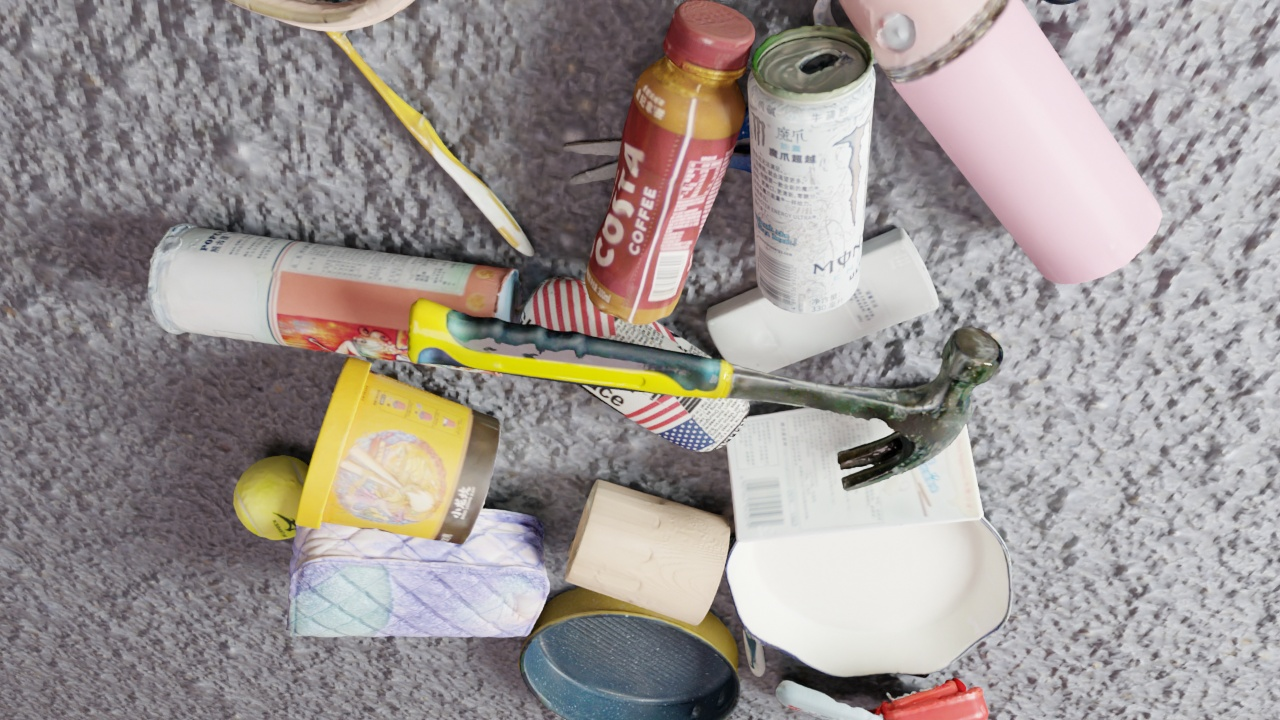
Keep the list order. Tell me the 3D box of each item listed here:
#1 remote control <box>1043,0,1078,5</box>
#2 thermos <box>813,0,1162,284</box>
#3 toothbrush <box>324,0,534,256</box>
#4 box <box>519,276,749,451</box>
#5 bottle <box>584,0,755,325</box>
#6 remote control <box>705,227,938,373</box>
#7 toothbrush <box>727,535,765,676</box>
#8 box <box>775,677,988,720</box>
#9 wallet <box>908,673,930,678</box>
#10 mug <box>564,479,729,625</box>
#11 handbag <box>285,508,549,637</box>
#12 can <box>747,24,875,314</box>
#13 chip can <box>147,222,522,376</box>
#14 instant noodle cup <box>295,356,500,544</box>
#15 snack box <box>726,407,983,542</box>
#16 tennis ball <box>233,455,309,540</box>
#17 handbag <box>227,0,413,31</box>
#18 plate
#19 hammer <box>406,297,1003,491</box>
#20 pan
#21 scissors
[{"bbox_3d":[0.158,-0.214,0.399,0.136,0.024,0.053,37,115,-20],"label":"remote control"},{"bbox_3d":[0.168,-0.123,0.453,0.198,0.067,0.087,40,153,-23],"label":"thermos"},{"bbox_3d":[-0.120,-0.131,0.523,0.018,0.016,0.191,-30,119,20],"label":"toothbrush"},{"bbox_3d":[-0.003,0.001,0.599,0.164,0.052,0.069,35,137,-10],"label":"box"},{"bbox_3d":[0.014,-0.098,0.485,0.057,0.057,0.175,16,134,-4],"label":"bottle"},{"bbox_3d":[0.108,-0.032,0.563,0.135,0.019,0.056,-23,122,26],"label":"remote control"},{"bbox_3d":[0.089,0.214,0.774,0.016,0.018,0.192,-3,129,14],"label":"toothbrush"},{"bbox_3d":[0.188,0.285,0.746,0.161,0.058,0.201,-1,158,9],"label":"box"},{"bbox_3d":[0.193,0.219,0.760,0.122,0.020,0.097,13,125,0],"label":"wallet"},{"bbox_3d":[0.001,0.149,0.704,0.103,0.084,0.125,19,156,-4],"label":"mug"},{"bbox_3d":[-0.171,0.167,0.717,0.193,0.075,0.134,7,136,-17],"label":"handbag"},{"bbox_3d":[0.086,-0.091,0.467,0.058,0.058,0.147,0,142,9],"label":"can"},{"bbox_3d":[-0.186,-0.038,0.576,0.215,0.071,0.071,7,130,3],"label":"chip can"},{"bbox_3d":[-0.166,0.069,0.639,0.114,0.118,0.119,17,131,-16],"label":"instant noodle cup"},{"bbox_3d":[0.136,0.071,0.604,0.157,0.084,0.027,-9,166,17],"label":"snack box"},{"bbox_3d":[-0.282,0.107,0.717,0.065,0.065,0.066,5,130,6],"label":"tennis ball"},{"bbox_3d":[-0.181,-0.249,0.396,0.194,0.093,0.234,-18,129,22],"label":"handbag"},{"bbox_3d":[0.167,0.155,0.683,0.205,0.045,0.205,6,126,9],"label":"plate"},{"bbox_3d":[0.029,0.012,0.530,0.323,0.031,0.126,9,134,-5],"label":"hammer"},{"bbox_3d":[0.051,0.328,0.835,0.357,0.078,0.198,35,127,-18],"label":"pan"},{"bbox_3d":[0.039,-0.126,0.503,0.172,0.012,0.133,18,132,-4],"label":"scissors"}]
